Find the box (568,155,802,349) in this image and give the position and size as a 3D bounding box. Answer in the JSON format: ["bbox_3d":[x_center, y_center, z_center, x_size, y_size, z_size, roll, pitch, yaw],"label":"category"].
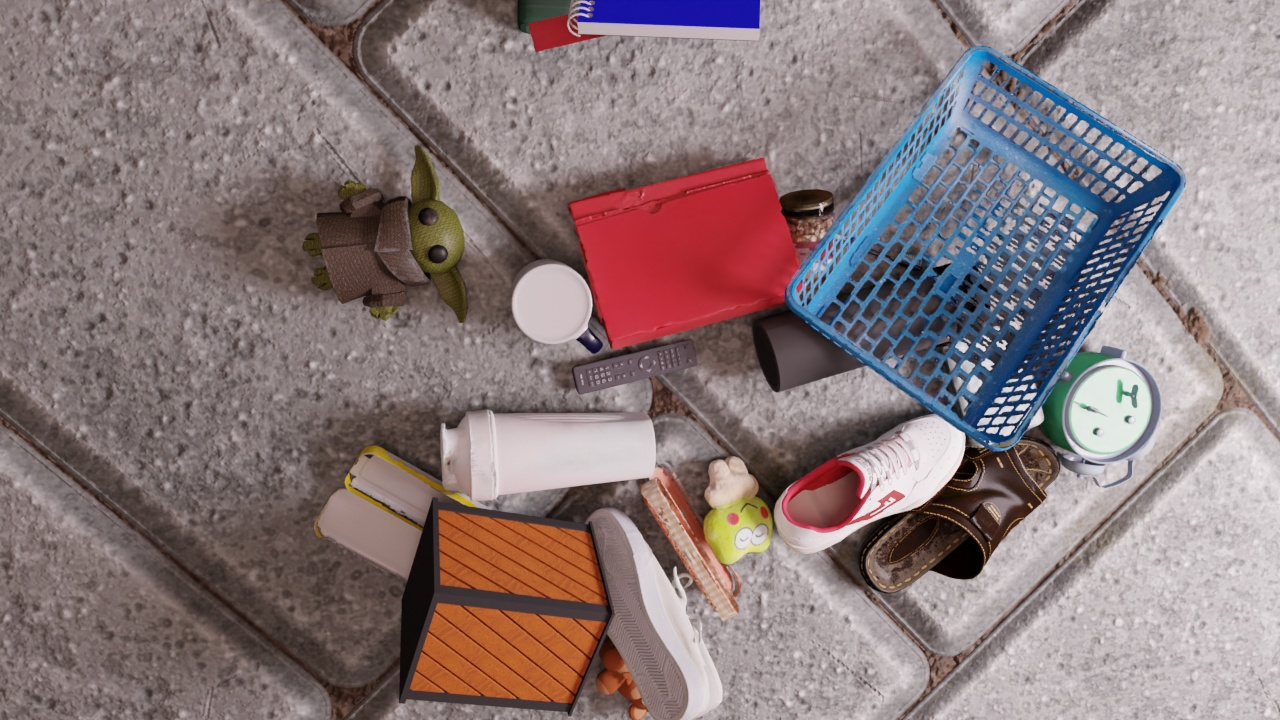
[{"bbox_3d":[0.049,-0.106,0.952,0.214,0.153,0.165,-14,125,-6],"label":"box"}]

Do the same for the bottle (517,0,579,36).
[{"bbox_3d":[-0.089,-0.392,0.899,0.061,0.061,0.131,1,99,-6],"label":"bottle"}]

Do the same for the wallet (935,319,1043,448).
[{"bbox_3d":[0.396,0.025,1.046,0.100,0.054,0.132,-19,100,-14],"label":"wallet"}]

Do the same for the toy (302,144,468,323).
[{"bbox_3d":[-0.252,-0.113,0.914,0.152,0.078,0.179,-14,98,-7],"label":"toy"}]

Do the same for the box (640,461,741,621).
[{"bbox_3d":[0.058,0.201,1.018,0.042,0.082,0.187,-29,104,10],"label":"box"}]

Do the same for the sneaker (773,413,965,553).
[{"bbox_3d":[0.253,0.125,1.001,0.236,0.104,0.090,-27,67,0],"label":"sneaker"}]

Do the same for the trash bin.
[{"bbox_3d":[-0.140,0.248,0.926,0.171,0.139,0.140,12,115,-19],"label":"trash bin"}]

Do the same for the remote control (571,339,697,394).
[{"bbox_3d":[-0.006,0.006,1.002,0.136,0.015,0.032,-14,101,-8],"label":"remote control"}]

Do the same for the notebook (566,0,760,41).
[{"bbox_3d":[0.028,-0.382,0.863,0.171,0.022,0.208,4,61,4],"label":"notebook"}]

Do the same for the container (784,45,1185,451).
[{"bbox_3d":[0.338,-0.111,0.928,0.257,0.089,0.361,37,77,9],"label":"container"}]

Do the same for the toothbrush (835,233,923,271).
[{"bbox_3d":[0.230,-0.136,1.013,0.189,0.016,0.017,19,83,-11],"label":"toothbrush"}]

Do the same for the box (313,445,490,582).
[{"bbox_3d":[-0.234,0.186,0.991,0.209,0.036,0.130,32,104,-13],"label":"box"}]

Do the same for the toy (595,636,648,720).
[{"bbox_3d":[0.001,0.358,1.037,0.094,0.065,0.128,-33,105,-19],"label":"toy"}]

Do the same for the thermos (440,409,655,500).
[{"bbox_3d":[-0.098,0.098,0.968,0.220,0.099,0.099,-2,99,-12],"label":"thermos"}]

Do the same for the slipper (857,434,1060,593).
[{"bbox_3d":[0.372,0.180,1.055,0.268,0.076,0.113,-35,103,-1],"label":"slipper"}]

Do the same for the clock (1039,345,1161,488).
[{"bbox_3d":[0.535,0.072,1.061,0.122,0.075,0.161,-20,102,-5],"label":"clock"}]

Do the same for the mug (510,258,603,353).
[{"bbox_3d":[-0.081,-0.050,0.939,0.078,0.097,0.112,-45,102,0],"label":"mug"}]

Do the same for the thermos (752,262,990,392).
[{"bbox_3d":[0.250,-0.038,0.998,0.240,0.082,0.082,-16,101,-5],"label":"thermos"}]

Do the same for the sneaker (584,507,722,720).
[{"bbox_3d":[0.013,0.268,0.984,0.090,0.242,0.090,-44,148,25],"label":"sneaker"}]

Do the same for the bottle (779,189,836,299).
[{"bbox_3d":[0.179,-0.123,0.974,0.056,0.056,0.105,-12,116,-6],"label":"bottle"}]

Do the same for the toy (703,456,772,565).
[{"bbox_3d":[0.105,0.165,1.023,0.092,0.046,0.115,-10,87,-34],"label":"toy"}]
